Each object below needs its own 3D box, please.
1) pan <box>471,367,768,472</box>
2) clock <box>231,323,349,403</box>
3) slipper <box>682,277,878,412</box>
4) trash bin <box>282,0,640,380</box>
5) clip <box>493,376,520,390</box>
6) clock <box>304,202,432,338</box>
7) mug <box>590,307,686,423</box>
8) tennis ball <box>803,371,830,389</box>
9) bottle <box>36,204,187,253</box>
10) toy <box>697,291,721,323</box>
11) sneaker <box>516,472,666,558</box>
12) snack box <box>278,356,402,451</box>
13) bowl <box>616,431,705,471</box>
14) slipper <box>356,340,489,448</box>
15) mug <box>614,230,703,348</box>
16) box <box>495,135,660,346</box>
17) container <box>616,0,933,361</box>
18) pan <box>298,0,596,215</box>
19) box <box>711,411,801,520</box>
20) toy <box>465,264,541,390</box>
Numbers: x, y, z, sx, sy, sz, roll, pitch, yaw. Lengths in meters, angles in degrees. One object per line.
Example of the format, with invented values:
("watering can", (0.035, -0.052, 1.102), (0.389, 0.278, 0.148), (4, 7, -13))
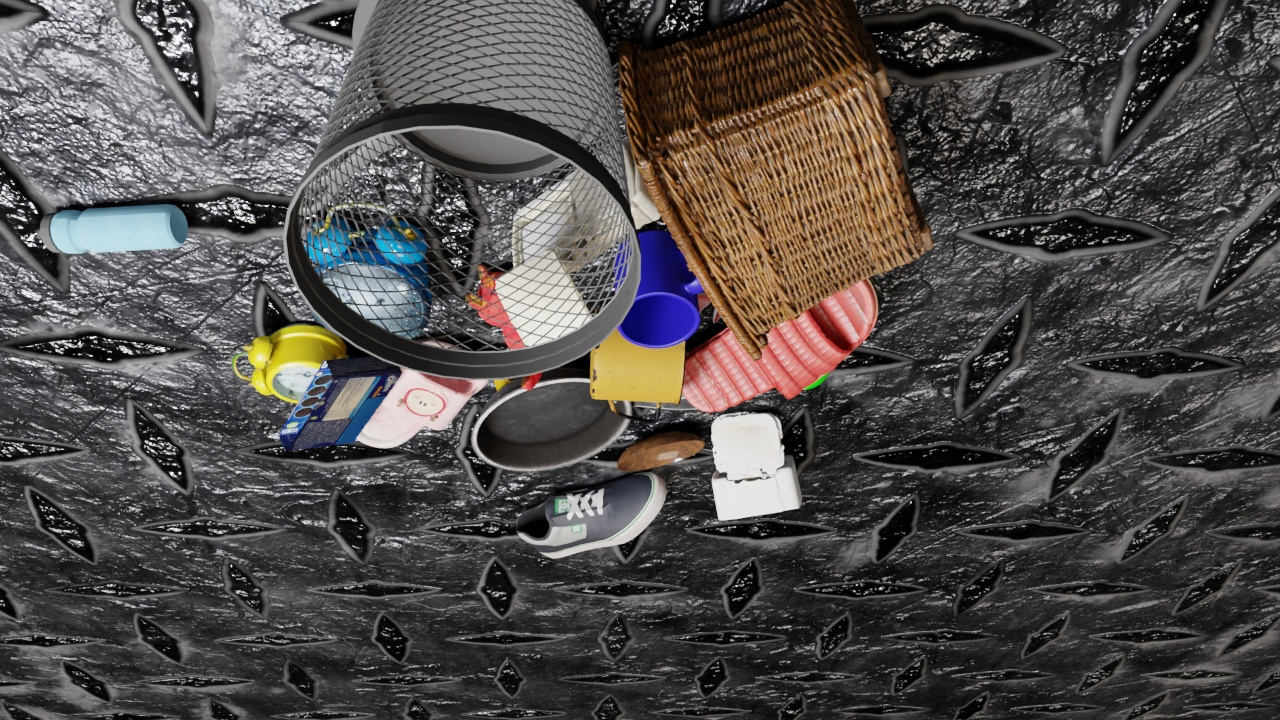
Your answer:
("pan", (-0.021, 0.052, 1.068), (0.357, 0.055, 0.187), (-15, 145, -4))
("clock", (-0.374, 0.004, 0.985), (0.118, 0.057, 0.083), (2, 141, -15))
("slipper", (0.133, -0.009, 0.938), (0.249, 0.059, 0.103), (-34, 99, 34))
("trash bin", (-0.113, -0.143, 0.644), (0.218, 0.226, 0.218), (-2, 141, -1))
("clip", (-0.145, 0.029, 1.050), (0.049, 0.044, 0.054), (15, 143, 18))
("clock", (-0.259, -0.084, 0.883), (0.117, 0.060, 0.162), (4, 139, -6))
("mug", (-0.006, 0.006, 0.961), (0.094, 0.100, 0.124), (3, 103, -3))
("tennis ball", (0.176, -0.001, 0.999), (0.065, 0.065, 0.065), (-1, 141, -1))
("bottle", (-0.488, -0.120, 0.842), (0.130, 0.040, 0.040), (-3, 141, 1))
("toy", (0.090, -0.074, 0.925), (0.049, 0.030, 0.112), (7, 150, -29))
("sneaker", (-0.072, 0.202, 1.225), (0.236, 0.084, 0.079), (-27, 135, 32))
("snack box", (-0.322, 0.047, 0.983), (0.082, 0.027, 0.151), (-6, 151, -46))
("bowl", (0.023, 0.108, 1.145), (0.114, 0.026, 0.102), (-15, 160, -2))
("slipper", (-0.260, 0.043, 1.042), (0.106, 0.055, 0.222), (31, 131, -31))
("mug", (0.027, -0.076, 0.885), (0.111, 0.083, 0.079), (-32, 132, 31))
("box", (-0.056, -0.106, 0.763), (0.144, 0.186, 0.070), (-32, 132, 22))
("container", (0.116, -0.156, 0.739), (0.183, 0.162, 0.250), (-21, 138, 16))
("pan", (-0.181, -0.207, 0.763), (0.355, 0.024, 0.216), (-28, 134, 28))
("box", (0.137, 0.123, 1.156), (0.109, 0.136, 0.120), (-13, -178, 12))
("toy", (-0.125, -0.037, 0.927), (0.094, 0.088, 0.133), (1, 120, -3))
